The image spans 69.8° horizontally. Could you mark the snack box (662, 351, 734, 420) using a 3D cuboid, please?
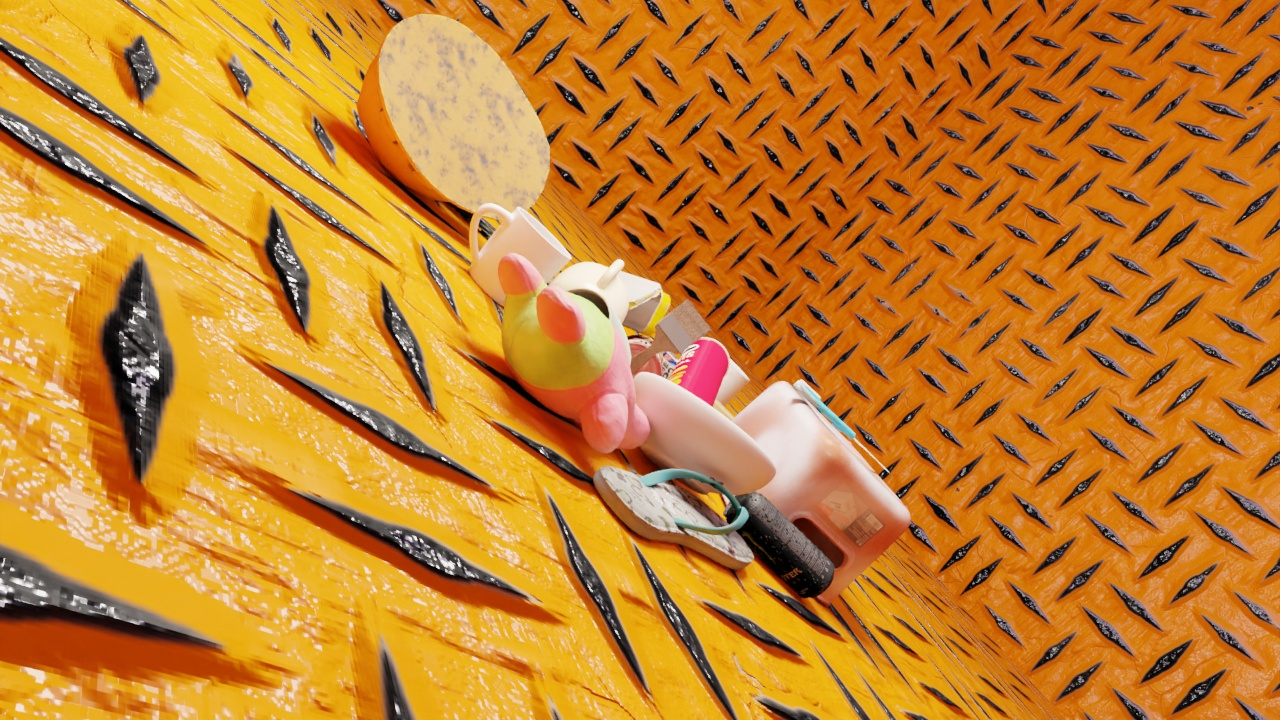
[{"bbox_3d":[0.092,0.076,1.376,0.207,0.057,0.056,45,4,5],"label":"snack box"}]

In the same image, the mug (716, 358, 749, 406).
[{"bbox_3d":[0.109,0.041,1.463,0.082,0.105,0.082,44,8,-8],"label":"mug"}]

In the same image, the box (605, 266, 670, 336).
[{"bbox_3d":[-0.033,-0.090,1.241,0.070,0.067,0.210,50,-12,-29],"label":"box"}]

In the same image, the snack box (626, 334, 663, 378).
[{"bbox_3d":[-0.007,0.007,1.147,0.072,0.072,0.121,45,7,-3],"label":"snack box"}]

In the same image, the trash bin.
[{"bbox_3d":[0.207,0.155,1.177,0.181,0.157,0.259,43,7,-16],"label":"trash bin"}]

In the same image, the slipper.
[{"bbox_3d":[0.043,0.129,0.834,0.098,0.055,0.268,47,9,34],"label":"slipper"}]

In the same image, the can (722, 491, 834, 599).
[{"bbox_3d":[0.154,0.204,1.017,0.137,0.054,0.054,44,8,-7],"label":"can"}]

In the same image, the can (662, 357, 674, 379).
[{"bbox_3d":[0.031,0.031,1.286,0.135,0.054,0.054,45,8,2],"label":"can"}]

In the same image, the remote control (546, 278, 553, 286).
[{"bbox_3d":[-0.120,-0.108,1.375,0.033,0.013,0.136,45,7,5],"label":"remote control"}]

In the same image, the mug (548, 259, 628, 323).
[{"bbox_3d":[-0.062,-0.068,1.069,0.096,0.120,0.099,40,19,-3],"label":"mug"}]

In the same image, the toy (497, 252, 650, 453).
[{"bbox_3d":[-0.055,0.011,0.823,0.192,0.097,0.237,49,-6,46],"label":"toy"}]

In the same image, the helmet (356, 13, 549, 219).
[{"bbox_3d":[-0.244,-0.276,1.103,0.132,0.204,0.255,-5,-36,40],"label":"helmet"}]

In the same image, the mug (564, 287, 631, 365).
[{"bbox_3d":[-0.053,-0.004,0.971,0.104,0.084,0.111,55,23,-59],"label":"mug"}]

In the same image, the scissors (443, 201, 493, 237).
[{"bbox_3d":[-0.204,-0.164,1.222,0.203,0.015,0.201,40,9,-22],"label":"scissors"}]

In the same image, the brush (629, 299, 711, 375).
[{"bbox_3d":[0.011,-0.011,1.059,0.045,0.143,0.008,54,9,1],"label":"brush"}]

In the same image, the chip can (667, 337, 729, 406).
[{"bbox_3d":[0.065,0.037,1.172,0.069,0.069,0.220,44,23,-5],"label":"chip can"}]

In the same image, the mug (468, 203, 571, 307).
[{"bbox_3d":[-0.146,-0.118,1.001,0.114,0.088,0.081,40,9,-34],"label":"mug"}]

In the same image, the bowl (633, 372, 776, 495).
[{"bbox_3d":[0.050,0.089,0.949,0.176,0.066,0.177,35,-10,7],"label":"bowl"}]

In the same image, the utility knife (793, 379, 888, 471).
[{"bbox_3d":[0.259,0.086,1.163,0.176,0.015,0.022,43,9,-8],"label":"utility knife"}]
